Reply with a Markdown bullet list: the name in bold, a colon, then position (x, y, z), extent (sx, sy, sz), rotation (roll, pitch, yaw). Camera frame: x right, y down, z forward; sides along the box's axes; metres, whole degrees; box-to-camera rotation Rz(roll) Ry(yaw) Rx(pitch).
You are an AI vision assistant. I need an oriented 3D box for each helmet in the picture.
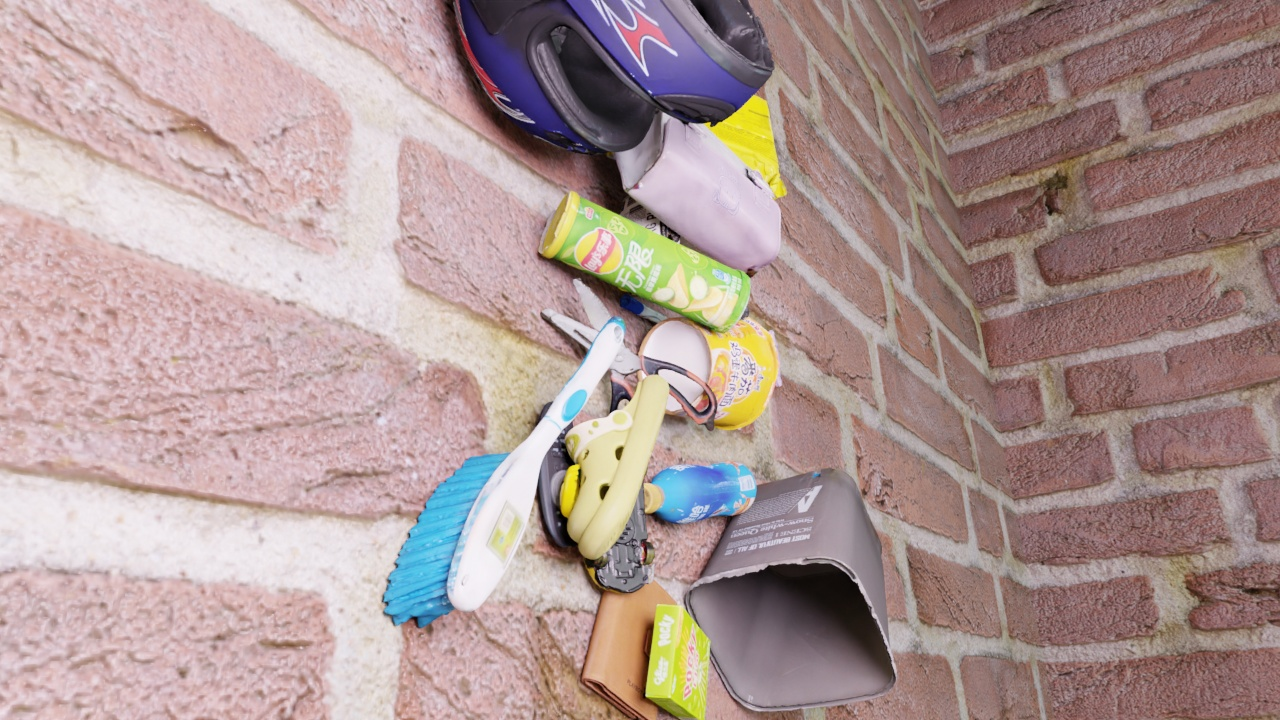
- **helmet**: position (-0.044, -0.317, 0.874), extent (0.246, 0.241, 0.315), rotation (-6, 64, -54)

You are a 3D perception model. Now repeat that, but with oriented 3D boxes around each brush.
- **brush**: position (-0.097, 0.078, 0.753), extent (0.060, 0.110, 0.313), rotation (53, 37, -27)

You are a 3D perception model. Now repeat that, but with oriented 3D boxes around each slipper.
- **slipper**: position (-0.031, 0.090, 0.847), extent (0.092, 0.081, 0.190), rotation (100, 11, -58)

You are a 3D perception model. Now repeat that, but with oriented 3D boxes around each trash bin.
- **trash bin**: position (0.188, 0.254, 1.076), extent (0.199, 0.199, 0.219), rotation (65, 26, -18)

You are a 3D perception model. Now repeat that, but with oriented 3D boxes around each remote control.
- **remote control**: position (-0.078, 0.106, 0.855), extent (0.053, 0.024, 0.136), rotation (16, 64, -57)

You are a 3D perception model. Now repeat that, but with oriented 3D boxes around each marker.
- **marker**: position (0.023, -0.049, 1.101), extent (0.145, 0.017, 0.016), rotation (25, 56, -53)

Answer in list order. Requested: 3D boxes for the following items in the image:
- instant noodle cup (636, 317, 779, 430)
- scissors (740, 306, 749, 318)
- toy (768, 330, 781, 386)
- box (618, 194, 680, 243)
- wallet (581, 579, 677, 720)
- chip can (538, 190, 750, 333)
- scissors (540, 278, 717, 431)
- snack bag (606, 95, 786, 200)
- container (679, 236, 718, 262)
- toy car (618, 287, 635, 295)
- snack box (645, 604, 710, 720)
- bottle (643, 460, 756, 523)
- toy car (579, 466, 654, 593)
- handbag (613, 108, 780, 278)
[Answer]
- **instant noodle cup**: position (0.070, 0.009, 1.047), extent (0.109, 0.138, 0.138), rotation (7, 71, -49)
- **scissors**: position (0.067, -0.095, 1.100), extent (0.159, 0.181, 0.014), rotation (6, 116, -47)
- **toy**: position (0.172, 0.006, 1.301), extent (0.107, 0.039, 0.084), rotation (-23, 103, -61)
- **box**: position (0.006, -0.162, 1.049), extent (0.081, 0.075, 0.163), rotation (31, 32, -18)
- **wallet**: position (-0.007, 0.271, 0.893), extent (0.108, 0.031, 0.131), rotation (50, 40, -34)
- **chip can**: position (0.009, -0.098, 0.950), extent (0.221, 0.073, 0.072), rotation (23, 52, -18)
- **scissors**: position (-0.010, 0.017, 0.948), extent (0.015, 0.189, 0.222), rotation (-117, -152, -70)
- **snack bag**: position (0.064, -0.292, 1.131), extent (0.246, 0.068, 0.157), rotation (13, 52, -21)
- **container**: position (0.092, -0.184, 1.210), extent (0.111, 0.090, 0.089), rotation (52, 37, -38)
- **toy car**: position (-0.010, -0.096, 1.046), extent (0.105, 0.032, 0.048), rotation (3, 52, -60)
- **snack box**: position (0.040, 0.303, 0.908), extent (0.156, 0.026, 0.085), rotation (63, 31, -57)
- **bottle**: position (0.057, 0.148, 1.020), extent (0.218, 0.065, 0.065), rotation (5, 72, -57)
- **toy car**: position (-0.028, 0.149, 0.892), extent (0.071, 0.041, 0.155), rotation (4, 67, -29)
- **handbag**: position (0.067, -0.195, 1.016), extent (0.197, 0.099, 0.144), rotation (33, 36, -34)
